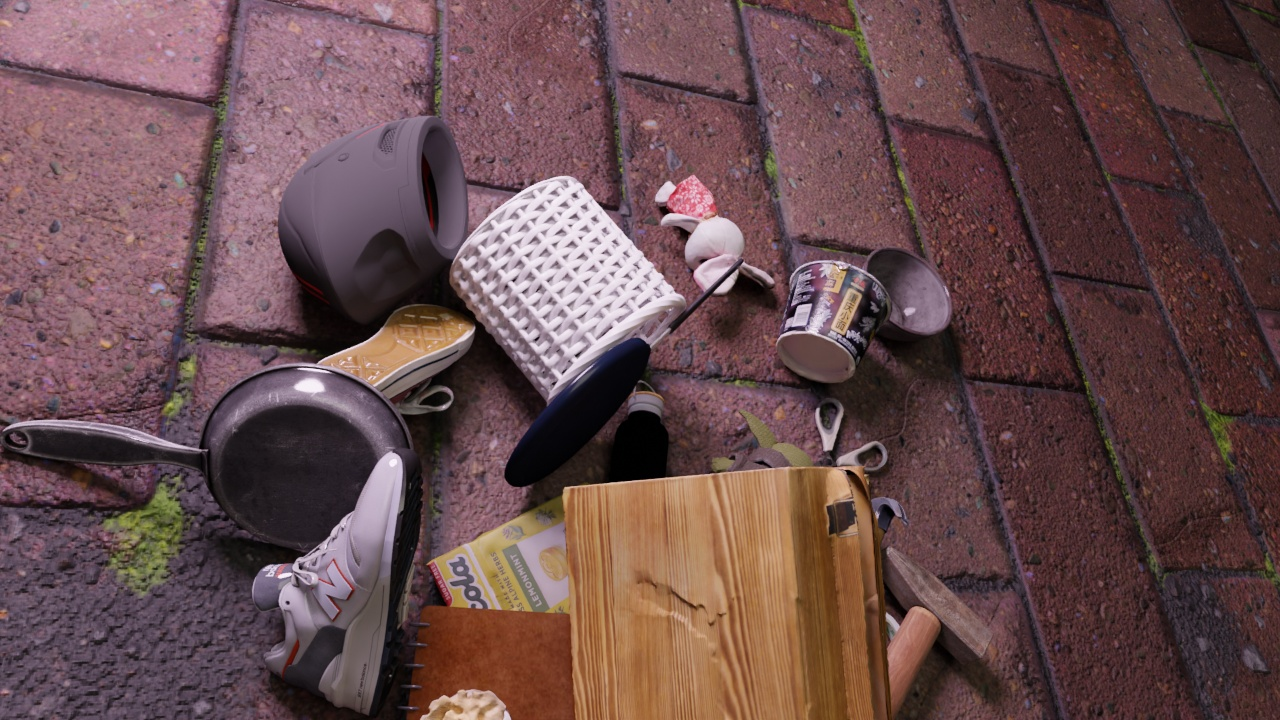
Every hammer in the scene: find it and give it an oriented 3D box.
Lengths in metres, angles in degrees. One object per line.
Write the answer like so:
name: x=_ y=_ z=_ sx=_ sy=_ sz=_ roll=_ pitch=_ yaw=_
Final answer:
hammer: x=0.217 y=0.289 z=0.993 sx=0.025 sy=0.118 sz=0.332 roll=33 pitch=59 yaw=-6
hammer: x=0.260 y=0.348 z=0.989 sx=0.158 sy=0.037 sz=0.299 roll=44 pitch=53 yaw=4

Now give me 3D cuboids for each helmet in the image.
helmet: x=-0.289 y=-0.149 z=0.969 sx=0.170 sy=0.164 sz=0.264 roll=-10 pitch=46 yaw=8

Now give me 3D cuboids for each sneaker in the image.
sneaker: x=-0.250 y=0.015 z=0.940 sx=0.118 sy=0.088 sz=0.240 roll=23 pitch=29 yaw=13
sneaker: x=-0.264 y=0.187 z=0.787 sx=0.124 sy=0.089 sz=0.240 roll=8 pitch=97 yaw=-1

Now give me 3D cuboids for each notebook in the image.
notebook: x=-0.131 y=0.334 z=0.799 sx=0.167 sy=0.024 sz=0.225 roll=4 pitch=69 yaw=-2

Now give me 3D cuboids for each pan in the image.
pan: x=-0.384 y=0.086 z=0.816 sx=0.356 sy=0.187 sz=0.055 roll=4 pitch=20 yaw=-9
pan: x=-0.006 y=0.006 z=0.959 sx=0.021 sy=0.199 sz=0.355 roll=42 pitch=70 yaw=11

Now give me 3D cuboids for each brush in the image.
brush: x=-0.188 y=0.391 z=0.728 sx=0.083 sy=0.057 sz=0.270 roll=29 pitch=70 yaw=6

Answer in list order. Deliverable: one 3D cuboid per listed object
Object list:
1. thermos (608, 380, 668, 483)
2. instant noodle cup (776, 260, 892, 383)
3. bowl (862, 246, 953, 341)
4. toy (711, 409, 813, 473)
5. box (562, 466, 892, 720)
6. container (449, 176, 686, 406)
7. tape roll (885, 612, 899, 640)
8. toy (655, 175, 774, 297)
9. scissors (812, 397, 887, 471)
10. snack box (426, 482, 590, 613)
thermos: x=-0.003 y=0.125 z=1.006 sx=0.061 sy=0.061 sz=0.230 roll=17 pitch=56 yaw=-15
instant noodle cup: x=0.240 y=-0.043 z=1.184 sx=0.137 sy=0.138 sz=0.112 roll=31 pitch=62 yaw=-5
bowl: x=0.359 y=-0.082 z=1.291 sx=0.145 sy=0.067 sz=0.144 roll=11 pitch=58 yaw=-19
toy: x=0.143 y=0.154 z=1.047 sx=0.179 sy=0.078 sz=0.152 roll=48 pitch=47 yaw=6
box: x=0.118 y=0.235 z=0.809 sx=0.263 sy=0.270 sz=0.279 roll=10 pitch=74 yaw=-51
container: x=-0.080 y=-0.070 z=1.006 sx=0.188 sy=0.190 sz=0.187 roll=-33 pitch=78 yaw=-35
tape roll: x=0.260 y=0.326 z=1.038 sx=0.093 sy=0.018 sz=0.093 roll=12 pitch=57 yaw=-19
toy: x=0.087 y=-0.163 z=1.207 sx=0.158 sy=0.084 sz=0.194 roll=-15 pitch=64 yaw=-52
scissors: x=0.245 y=0.116 z=1.158 sx=0.157 sy=0.013 sz=0.168 roll=7 pitch=61 yaw=-19
snack box: x=-0.098 y=0.208 z=0.888 sx=0.180 sy=0.045 sz=0.121 roll=-27 pitch=75 yaw=-11
